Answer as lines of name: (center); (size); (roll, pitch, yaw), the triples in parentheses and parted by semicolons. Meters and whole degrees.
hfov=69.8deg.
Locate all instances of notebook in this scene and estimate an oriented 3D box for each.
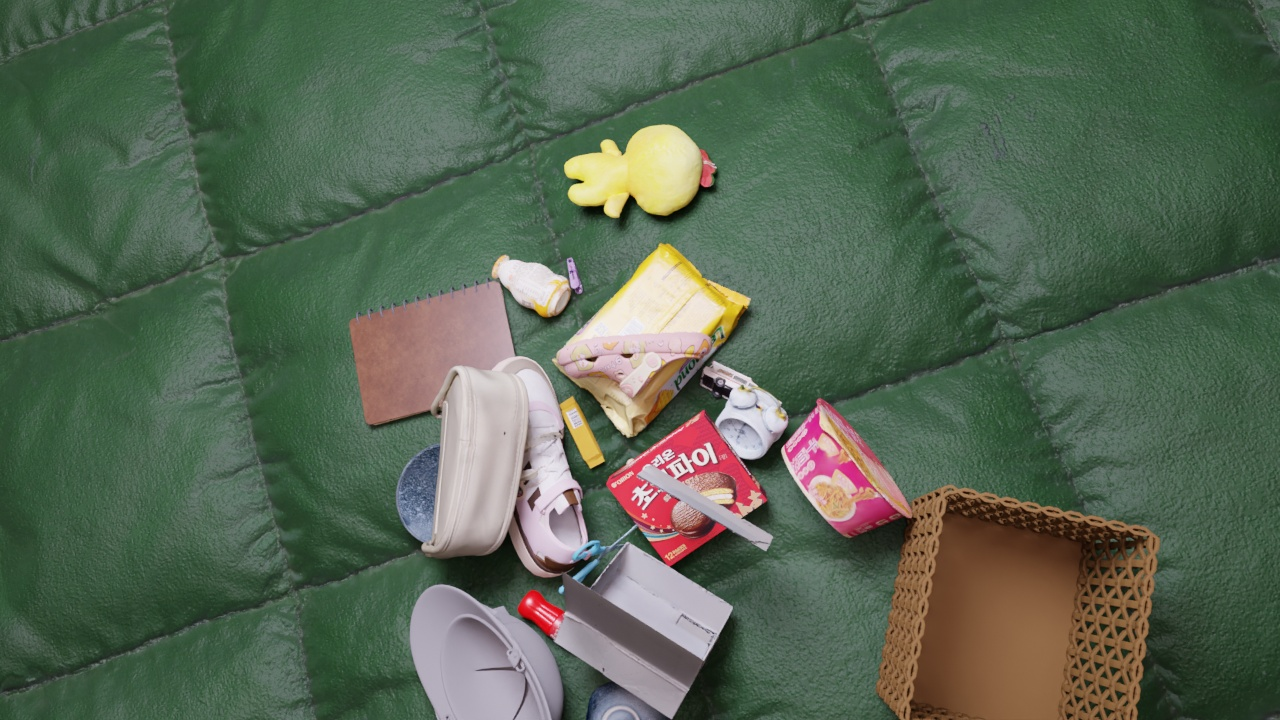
notebook: (-0.290, -0.015, 1.293); (0.225, 0.024, 0.167); (-14, 77, 4)

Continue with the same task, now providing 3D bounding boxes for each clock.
clock: (0.143, 0.073, 1.165); (0.083, 0.118, 0.056); (34, 50, 12)

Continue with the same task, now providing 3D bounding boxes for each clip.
clip: (-0.094, -0.120, 1.289); (0.013, 0.032, 0.051); (-16, 74, 5)

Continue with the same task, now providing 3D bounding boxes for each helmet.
helmet: (-0.166, 0.389, 1.146); (0.271, 0.117, 0.184); (51, 119, 20)

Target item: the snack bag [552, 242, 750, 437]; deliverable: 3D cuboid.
snack bag: (0.011, -0.036, 1.233); (0.159, 0.068, 0.247); (41, 86, 15)

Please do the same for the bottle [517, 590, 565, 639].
bottle: (-0.102, 0.343, 1.182); (0.119, 0.036, 0.036); (33, 84, 13)

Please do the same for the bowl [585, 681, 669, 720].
bowl: (-0.020, 0.451, 1.138); (0.110, 0.055, 0.110); (-2, 77, 8)

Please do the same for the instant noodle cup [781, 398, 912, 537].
instant noodle cup: (0.244, 0.140, 1.119); (0.078, 0.178, 0.178); (-40, 75, 15)

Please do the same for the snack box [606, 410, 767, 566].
snack box: (0.059, 0.162, 1.164); (0.152, 0.035, 0.132); (-36, 95, 10)

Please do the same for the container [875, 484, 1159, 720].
container: (0.407, 0.294, 1.030); (0.220, 0.214, 0.251); (12, 79, 10)

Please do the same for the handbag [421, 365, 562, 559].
handbag: (-0.195, 0.131, 1.133); (0.131, 0.184, 0.229); (10, 76, -30)

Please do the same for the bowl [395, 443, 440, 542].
bowl: (-0.251, 0.181, 1.227); (0.137, 0.057, 0.137); (-2, 77, 7)

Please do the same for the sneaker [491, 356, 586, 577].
sneaker: (-0.126, 0.125, 1.172); (0.111, 0.117, 0.293); (-2, 74, -32)

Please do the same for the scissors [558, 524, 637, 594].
scissors: (-0.059, 0.254, 1.157); (0.015, 0.135, 0.130); (48, 110, 28)

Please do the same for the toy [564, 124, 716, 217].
toy: (0.000, -0.263, 1.273); (0.208, 0.092, 0.133); (-11, 73, 8)

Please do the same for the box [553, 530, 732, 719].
box: (0.006, 0.281, 1.024); (0.167, 0.331, 0.164); (29, 70, 12)

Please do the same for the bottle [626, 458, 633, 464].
bottle: (0.037, 0.142, 1.204); (0.109, 0.044, 0.044); (-9, 77, 6)

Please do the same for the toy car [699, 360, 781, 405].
toy car: (0.135, 0.038, 1.217); (0.113, 0.039, 0.039); (24, 61, 11)

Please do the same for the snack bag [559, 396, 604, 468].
snack bag: (-0.079, 0.097, 1.241); (0.026, 0.020, 0.099); (-30, 76, 5)

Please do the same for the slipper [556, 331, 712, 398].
slipper: (-0.007, 0.007, 1.148); (0.197, 0.093, 0.081); (-6, 88, 6)

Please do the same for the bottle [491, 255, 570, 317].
bottle: (-0.153, -0.106, 1.273); (0.109, 0.063, 0.063); (29, 83, 13)
